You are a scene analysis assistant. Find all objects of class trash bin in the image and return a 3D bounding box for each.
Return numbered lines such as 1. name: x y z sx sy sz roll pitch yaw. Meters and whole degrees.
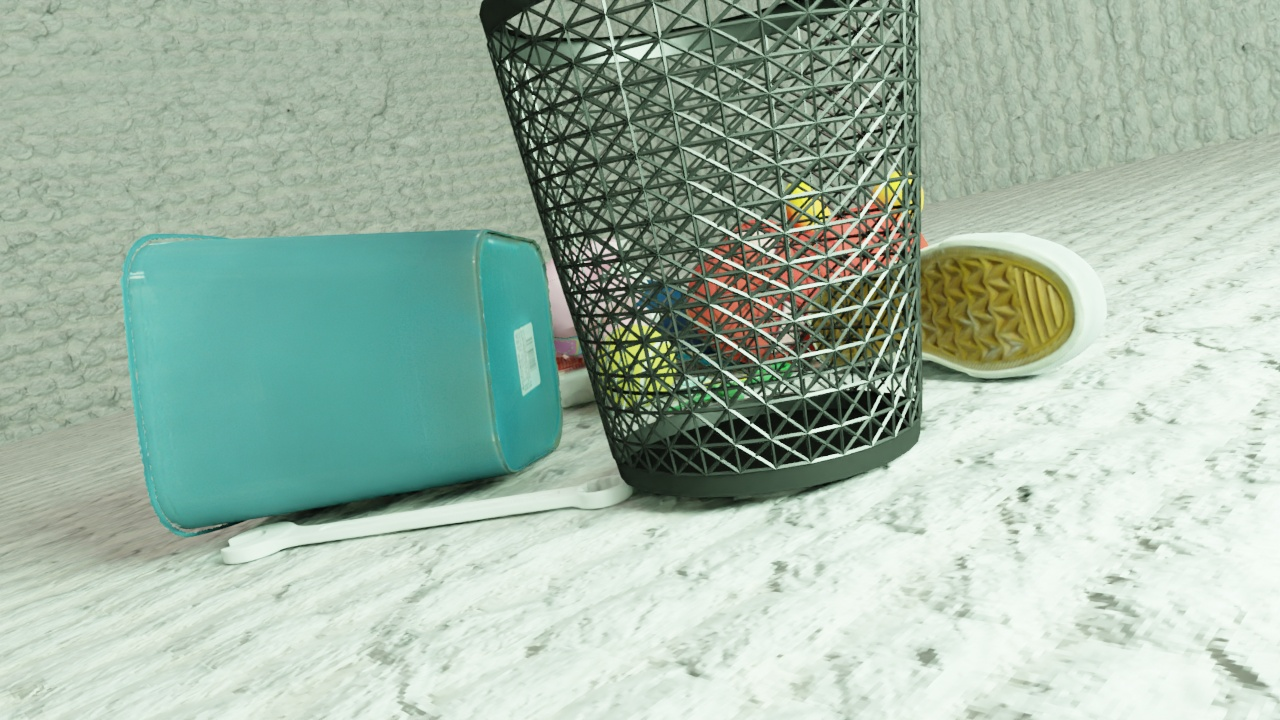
1. trash bin: -0.181 0.002 0.620 0.219 0.199 0.196 -6 3 10
2. trash bin: 0.048 -0.071 0.479 0.217 0.243 0.217 -10 8 1

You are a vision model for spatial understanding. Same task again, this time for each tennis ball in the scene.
1. tennis ball: -0.004 0.004 0.724 0.065 0.065 0.065 -14 8 2

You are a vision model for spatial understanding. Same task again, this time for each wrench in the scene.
1. wrench: -0.133 0.093 0.535 0.274 0.009 0.047 -11 9 19

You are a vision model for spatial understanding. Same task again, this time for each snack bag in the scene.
1. snack bag: -0.049 -0.010 0.833 0.077 0.036 0.115 -14 39 -5

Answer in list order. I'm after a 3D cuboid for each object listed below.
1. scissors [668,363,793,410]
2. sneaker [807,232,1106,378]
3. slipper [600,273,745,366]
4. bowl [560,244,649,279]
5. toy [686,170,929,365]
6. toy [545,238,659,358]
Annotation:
1. scissors: 0.058 0.021 0.696 0.125 0.011 0.128 -18 7 -35
2. sneaker: 0.207 -0.036 0.601 0.079 0.087 0.236 -12 3 -25
3. slipper: 0.025 -0.030 0.912 0.118 0.060 0.295 0 18 -18
4. bowl: -0.041 -0.062 1.115 0.070 0.177 0.177 -59 24 -14
5. toy: 0.141 -0.068 0.757 0.216 0.147 0.099 -19 -22 2
6. toy: -0.069 -0.037 0.747 0.157 0.067 0.123 -24 -26 -1
